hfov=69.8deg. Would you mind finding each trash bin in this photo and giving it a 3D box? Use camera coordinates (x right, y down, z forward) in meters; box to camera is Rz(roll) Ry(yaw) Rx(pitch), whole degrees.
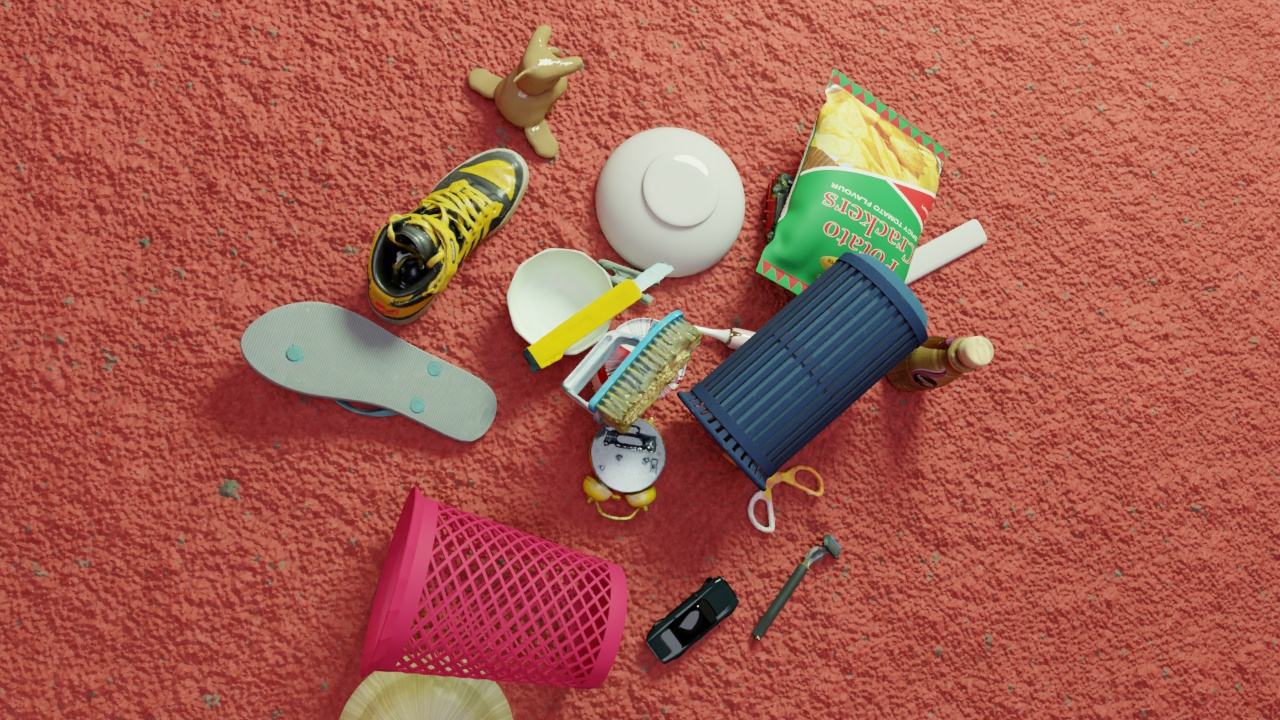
[{"bbox_3d":[0.177,0.006,0.981,0.249,0.139,0.139,-42,92,2],"label":"trash bin"}]

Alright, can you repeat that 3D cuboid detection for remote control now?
[{"bbox_3d":[0.367,-0.133,1.126,0.130,0.012,0.033,-27,89,-12],"label":"remote control"}]

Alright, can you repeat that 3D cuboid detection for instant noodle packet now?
[{"bbox_3d":[0.251,-0.176,1.060,0.195,0.090,0.252,25,81,-26],"label":"instant noodle packet"}]

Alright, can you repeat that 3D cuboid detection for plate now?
[{"bbox_3d":[-0.222,0.399,0.943,0.184,0.036,0.184,1,83,-10],"label":"plate"}]

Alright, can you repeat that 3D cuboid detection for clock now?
[{"bbox_3d":[-0.019,0.116,1.003,0.083,0.057,0.118,10,82,-10],"label":"clock"}]

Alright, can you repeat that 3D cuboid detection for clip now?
[{"bbox_3d":[-0.018,-0.085,1.045,0.078,0.023,0.050,8,81,-12],"label":"clip"}]

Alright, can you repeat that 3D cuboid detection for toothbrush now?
[{"bbox_3d":[0.133,-0.019,1.062,0.222,0.027,0.027,14,58,-9],"label":"toothbrush"}]

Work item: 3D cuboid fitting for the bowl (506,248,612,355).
[{"bbox_3d":[-0.089,-0.060,1.008,0.117,0.061,0.117,1,83,-10],"label":"bowl"}]

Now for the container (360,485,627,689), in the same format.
[{"bbox_3d":[-0.140,0.243,0.916,0.225,0.183,0.183,17,80,-16],"label":"container"}]

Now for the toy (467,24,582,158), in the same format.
[{"bbox_3d":[-0.118,-0.307,1.013,0.134,0.108,0.105,45,61,-3],"label":"toy"}]

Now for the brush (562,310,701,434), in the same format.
[{"bbox_3d":[-0.006,0.000,0.901,0.075,0.055,0.135,37,77,18],"label":"brush"}]

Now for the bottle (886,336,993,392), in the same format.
[{"bbox_3d":[0.335,0.000,1.026,0.059,0.166,0.059,1,83,-11],"label":"bottle"}]

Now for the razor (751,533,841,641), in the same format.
[{"bbox_3d":[0.173,0.257,1.042,0.144,0.022,0.043,-48,133,-8],"label":"razor"}]

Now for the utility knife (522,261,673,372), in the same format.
[{"bbox_3d":[-0.043,-0.050,0.974,0.191,0.018,0.030,-35,96,-9],"label":"utility knife"}]

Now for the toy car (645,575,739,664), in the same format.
[{"bbox_3d":[0.058,0.285,1.009,0.112,0.034,0.046,-36,91,-13],"label":"toy car"}]

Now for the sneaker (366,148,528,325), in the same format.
[{"bbox_3d":[-0.203,-0.145,0.966,0.086,0.122,0.238,37,80,-6],"label":"sneaker"}]

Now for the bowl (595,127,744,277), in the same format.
[{"bbox_3d":[0.040,-0.187,1.044,0.176,0.066,0.176,1,83,-10],"label":"bowl"}]

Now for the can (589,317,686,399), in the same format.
[{"bbox_3d":[-0.006,0.006,0.987,0.086,0.116,0.086,1,83,-11],"label":"can"}]

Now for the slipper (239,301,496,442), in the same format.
[{"bbox_3d":[-0.282,0.011,0.977,0.268,0.055,0.098,21,77,-19],"label":"slipper"}]

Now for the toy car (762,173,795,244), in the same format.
[{"bbox_3d":[0.165,-0.173,1.077,0.042,0.036,0.091,11,79,-39],"label":"toy car"}]

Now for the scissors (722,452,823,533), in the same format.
[{"bbox_3d":[0.148,0.140,1.054,0.125,0.011,0.128,25,79,-2],"label":"scissors"}]
